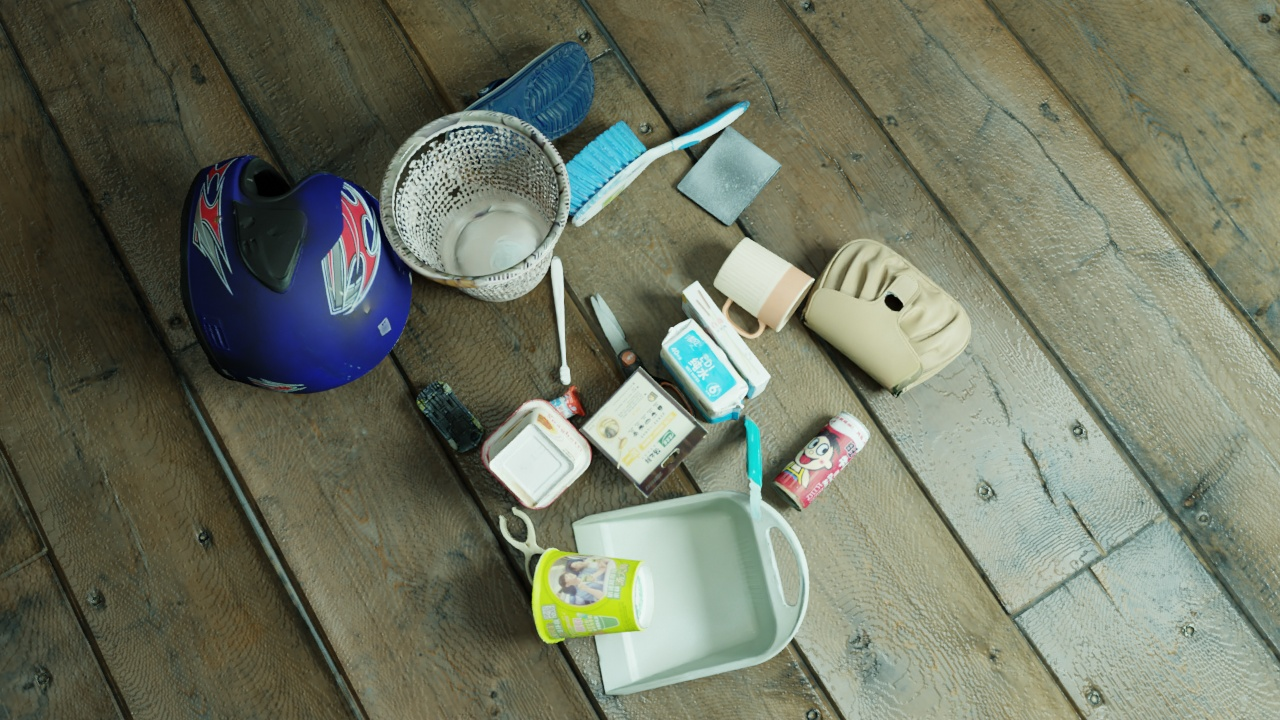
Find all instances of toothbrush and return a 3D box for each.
[{"bbox_3d":[-0.108,-0.056,1.236,0.016,0.016,0.180,-5,76,-3],"label":"toothbrush"}]

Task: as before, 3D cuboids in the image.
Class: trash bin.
[{"bbox_3d":[-0.195,-0.172,1.173,0.227,0.192,0.227,0,76,1],"label":"trash bin"}]

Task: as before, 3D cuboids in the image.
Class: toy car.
[{"bbox_3d":[-0.247,0.075,1.199,0.049,0.031,0.105,-41,78,-7],"label":"toy car"}]

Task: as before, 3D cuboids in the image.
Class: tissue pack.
[{"bbox_3d":[0.082,0.016,1.178,0.063,0.090,0.140,-37,78,-8],"label":"tissue pack"}]

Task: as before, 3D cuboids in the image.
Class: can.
[{"bbox_3d":[0.230,0.127,1.167,0.053,0.053,0.132,44,81,10],"label":"can"}]

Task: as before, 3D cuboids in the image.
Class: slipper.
[{"bbox_3d":[-0.169,-0.344,1.271,0.252,0.105,0.095,-43,37,-22],"label":"slipper"}]

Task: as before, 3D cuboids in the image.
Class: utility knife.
[{"bbox_3d":[0.136,0.128,1.113,0.029,0.218,0.013,43,112,-15],"label":"utility knife"}]

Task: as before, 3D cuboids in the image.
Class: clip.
[{"bbox_3d":[-0.142,0.232,1.160,0.074,0.035,0.100,-31,83,-7],"label":"clip"}]

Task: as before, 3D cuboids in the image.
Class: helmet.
[{"bbox_3d":[-0.410,-0.118,1.140,0.240,0.247,0.315,-11,70,0],"label":"helmet"}]

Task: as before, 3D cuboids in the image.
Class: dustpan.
[{"bbox_3d":[0.061,0.267,1.094,0.257,0.143,0.222,-12,77,-3],"label":"dustpan"}]

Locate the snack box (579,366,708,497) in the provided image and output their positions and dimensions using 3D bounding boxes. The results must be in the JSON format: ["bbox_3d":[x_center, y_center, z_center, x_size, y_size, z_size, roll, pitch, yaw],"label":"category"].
[{"bbox_3d":[0.006,0.091,1.162,0.125,0.053,0.113,44,89,13],"label":"snack box"}]

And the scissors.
[{"bbox_3d":[-0.022,0.016,1.214,0.235,0.022,0.139,41,81,9],"label":"scissors"}]

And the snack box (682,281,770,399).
[{"bbox_3d":[0.109,-0.025,1.189,0.027,0.085,0.157,-36,78,-6],"label":"snack box"}]

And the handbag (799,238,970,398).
[{"bbox_3d":[0.317,-0.058,1.186,0.204,0.100,0.147,41,83,13],"label":"handbag"}]

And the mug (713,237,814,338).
[{"bbox_3d":[0.154,-0.089,1.213,0.106,0.081,0.115,36,109,10],"label":"mug"}]

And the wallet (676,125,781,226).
[{"bbox_3d":[0.123,-0.256,1.280,0.097,0.019,0.120,39,82,11],"label":"wallet"}]

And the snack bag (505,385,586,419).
[{"bbox_3d":[-0.121,0.071,1.201,0.105,0.026,0.045,-25,84,-2],"label":"snack bag"}]

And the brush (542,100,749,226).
[{"bbox_3d":[0.007,-0.295,1.276,0.314,0.060,0.109,-44,85,-11],"label":"brush"}]

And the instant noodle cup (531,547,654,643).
[{"bbox_3d":[-0.051,0.280,1.090,0.123,0.111,0.111,-4,76,18],"label":"instant noodle cup"}]

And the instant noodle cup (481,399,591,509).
[{"bbox_3d":[-0.129,0.120,1.125,0.116,0.124,0.116,-44,94,-1],"label":"instant noodle cup"}]
